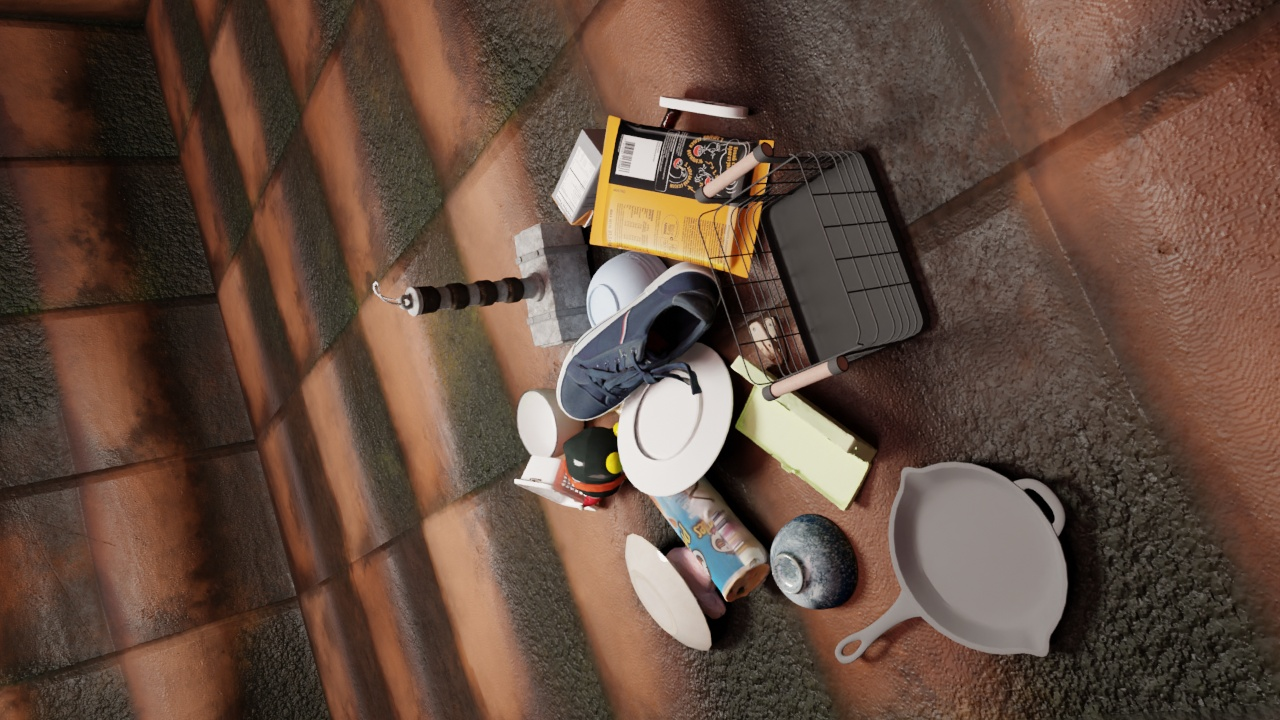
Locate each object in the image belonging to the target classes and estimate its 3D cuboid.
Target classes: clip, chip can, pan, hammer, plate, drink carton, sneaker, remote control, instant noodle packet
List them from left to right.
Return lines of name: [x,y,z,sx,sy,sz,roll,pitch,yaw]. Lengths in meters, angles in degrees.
hammer: [-0.211,-0.094,1.284,0.080,0.325,0.177,-10,91,52]
drink carton: [-0.072,-0.258,1.295,0.076,0.048,0.125,57,136,26]
sneaker: [-0.007,0.007,1.173,0.295,0.120,0.127,-41,24,32]
plate: [0.029,0.328,1.271,0.188,0.027,0.189,46,154,29]
plate: [0.037,0.073,1.196,0.209,0.015,0.208,-24,56,41]
instant noodle packet: [0.044,-0.201,1.120,0.221,0.032,0.160,15,104,24]
chip can: [0.077,0.202,1.203,0.229,0.079,0.080,50,133,32]
remote control: [0.075,-0.306,1.106,0.136,0.043,0.013,26,118,45]
clip: [0.150,-0.022,1.086,0.024,0.041,0.060,-40,63,49]
pan: [0.311,0.235,0.960,0.216,0.024,0.356,57,136,25]

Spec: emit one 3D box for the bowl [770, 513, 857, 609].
bowl: [0.192,0.244,1.082,0.114,0.060,0.114,18,113,48]

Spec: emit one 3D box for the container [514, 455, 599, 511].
container: [-0.122,0.186,1.406,0.081,0.129,0.049,3,69,37]

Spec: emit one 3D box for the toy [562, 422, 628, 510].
toy: [-0.062,0.157,1.352,0.097,0.100,0.119,-79,-14,-46]

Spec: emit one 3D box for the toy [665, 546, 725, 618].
toy: [0.076,0.301,1.248,0.109,0.053,0.105,-16,96,56]

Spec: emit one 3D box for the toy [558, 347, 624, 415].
toy: [-0.061,0.030,1.314,0.134,0.108,0.106,28,92,45]

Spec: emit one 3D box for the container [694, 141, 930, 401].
container: [0.172,-0.095,0.967,0.163,0.130,0.241,-28,77,50]

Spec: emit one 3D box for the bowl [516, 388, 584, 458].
bowl: [-0.138,0.096,1.449,0.116,0.065,0.116,16,111,48]

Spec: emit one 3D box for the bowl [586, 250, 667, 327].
bowl: [-0.025,-0.075,1.260,0.151,0.074,0.151,14,109,49]

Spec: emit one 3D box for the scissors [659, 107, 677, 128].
scissors: [0.030,-0.228,1.204,0.179,0.015,0.199,47,132,34]

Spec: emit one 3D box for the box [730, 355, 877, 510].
box: [0.186,0.075,1.061,0.188,0.064,0.130,38,147,41]
